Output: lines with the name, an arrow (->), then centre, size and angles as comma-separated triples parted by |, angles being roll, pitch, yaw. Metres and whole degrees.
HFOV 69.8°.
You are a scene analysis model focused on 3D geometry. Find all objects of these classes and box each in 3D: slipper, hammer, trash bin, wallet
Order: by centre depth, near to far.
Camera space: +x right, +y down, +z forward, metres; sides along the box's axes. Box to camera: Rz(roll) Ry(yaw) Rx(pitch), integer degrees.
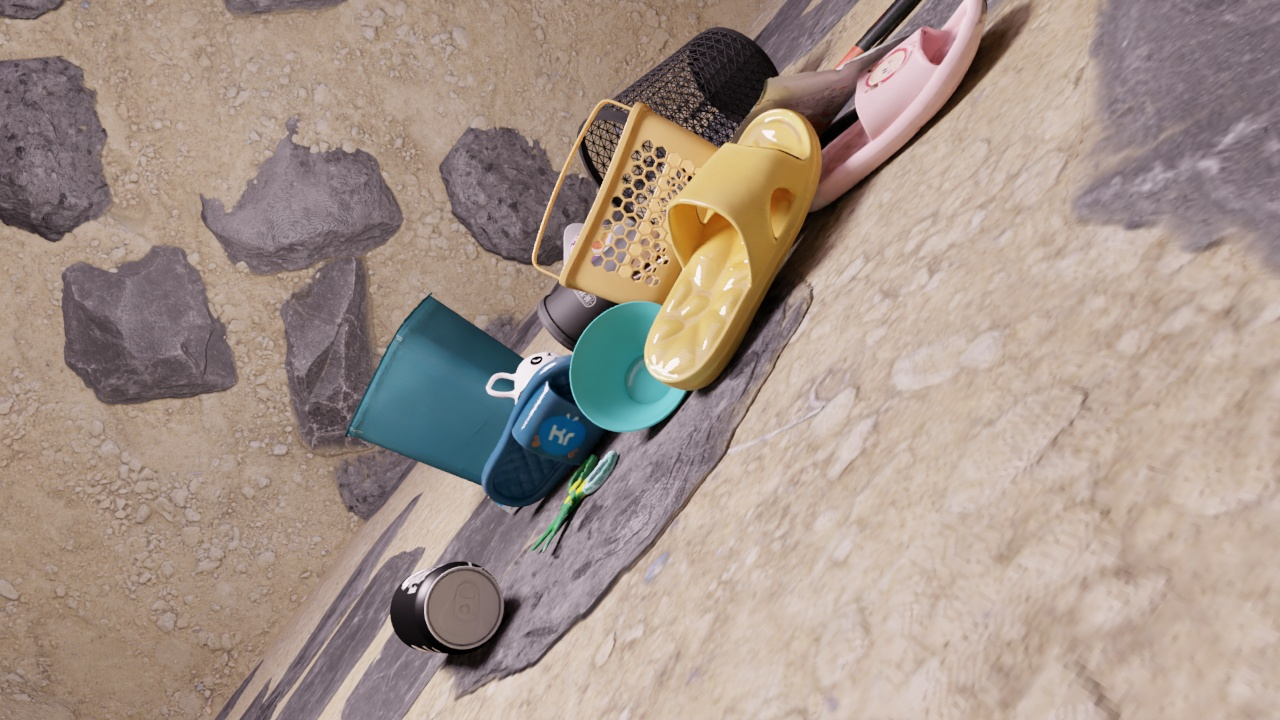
slipper -> 0.200, -0.208, 0.762 | 0.222, 0.055, 0.106 | -46, 15, 36
slipper -> 0.068, -0.103, 0.766 | 0.100, 0.078, 0.263 | 19, 82, 44
slipper -> -0.089, 0.082, 0.940 | 0.214, 0.103, 0.059 | -54, 30, 28
wallet -> 0.039, -0.148, 1.028 | 0.099, 0.027, 0.120 | -32, 23, 41
hammer -> 0.268, -0.377, 1.075 | 0.334, 0.033, 0.132 | -46, 11, 24
trash bin -> -0.258, 0.053, 1.294 | 0.199, 0.218, 0.196 | -59, 8, 21
trash bin -> 0.069, -0.338, 1.322 | 0.242, 0.217, 0.217 | -49, 10, -20

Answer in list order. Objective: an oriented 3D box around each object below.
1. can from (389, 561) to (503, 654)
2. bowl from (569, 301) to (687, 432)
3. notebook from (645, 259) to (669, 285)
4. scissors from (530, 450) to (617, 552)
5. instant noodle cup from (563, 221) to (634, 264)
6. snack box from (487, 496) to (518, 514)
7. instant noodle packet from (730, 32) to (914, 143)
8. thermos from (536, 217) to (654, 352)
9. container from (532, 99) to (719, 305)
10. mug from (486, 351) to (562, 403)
can -> -0.182, 0.231, 0.856 | 0.080, 0.080, 0.146 | -58, 13, -27
bowl -> 0.000, 0.011, 0.839 | 0.121, 0.121, 0.046 | -52, -28, 2
notebook -> 0.051, -0.122, 1.041 | 0.190, 0.034, 0.215 | -37, 19, 21
scissors -> -0.060, 0.131, 0.863 | 0.117, 0.012, 0.129 | -41, 15, 44
instant noodle cup -> -0.048, -0.177, 1.485 | 0.121, 0.137, 0.122 | -48, 18, -24
snack box -> -0.111, 0.093, 1.101 | 0.145, 0.040, 0.142 | -47, 13, 29
instant noodle packet -> 0.160, -0.243, 0.897 | 0.147, 0.057, 0.269 | -23, 0, -6
thermos -> -0.049, -0.110, 1.343 | 0.219, 0.106, 0.105 | -42, 14, 21
container -> -0.008, -0.146, 0.898 | 0.183, 0.167, 0.129 | -66, -17, 7
mug -> -0.138, 0.032, 1.197 | 0.076, 0.124, 0.090 | -87, 1, -53
